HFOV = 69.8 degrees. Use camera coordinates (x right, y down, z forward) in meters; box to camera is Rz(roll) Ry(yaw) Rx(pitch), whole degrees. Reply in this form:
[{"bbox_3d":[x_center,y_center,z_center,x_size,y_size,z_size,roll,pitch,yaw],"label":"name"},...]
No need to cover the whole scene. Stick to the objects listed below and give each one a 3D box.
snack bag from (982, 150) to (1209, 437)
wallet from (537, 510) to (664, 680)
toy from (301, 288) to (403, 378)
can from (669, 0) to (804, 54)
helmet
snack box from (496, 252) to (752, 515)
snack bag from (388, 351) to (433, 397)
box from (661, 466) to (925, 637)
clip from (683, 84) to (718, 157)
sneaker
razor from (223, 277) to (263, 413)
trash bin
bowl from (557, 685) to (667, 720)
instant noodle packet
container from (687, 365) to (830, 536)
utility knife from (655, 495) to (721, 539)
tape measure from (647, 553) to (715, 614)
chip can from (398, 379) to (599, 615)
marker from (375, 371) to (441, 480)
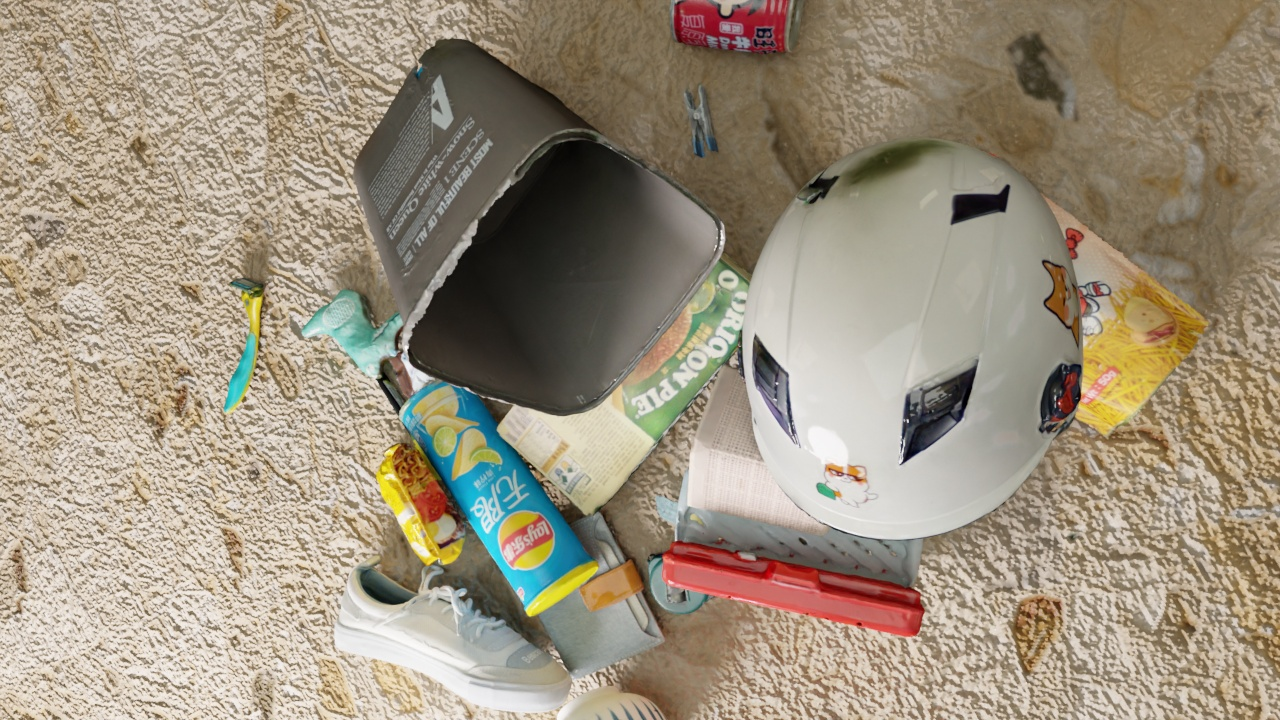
[{"bbox_3d":[0.296,-0.049,0.685,0.208,0.073,0.129,41,106,15],"label":"snack bag"},{"bbox_3d":[-0.047,0.210,0.818,0.107,0.037,0.129,-28,89,17],"label":"wallet"},{"bbox_3d":[-0.256,-0.028,0.851,0.096,0.030,0.092,-42,78,3],"label":"toy"},{"bbox_3d":[0.076,-0.275,0.712,0.094,0.066,0.066,12,99,14],"label":"can"},{"bbox_3d":[0.165,-0.038,0.598,0.230,0.157,0.273,9,62,33],"label":"helmet"},{"bbox_3d":[-0.005,0.004,0.768,0.114,0.063,0.240,40,105,8],"label":"snack box"},{"bbox_3d":[-0.182,-0.005,0.836,0.105,0.026,0.045,-26,85,20],"label":"snack bag"},{"bbox_3d":[0.123,0.143,0.725,0.201,0.094,0.100,9,87,10],"label":"box"},{"bbox_3d":[0.050,-0.196,0.751,0.037,0.026,0.058,-13,89,24],"label":"clip"},{"bbox_3d":[-0.168,0.241,0.834,0.242,0.089,0.091,12,95,20],"label":"sneaker"},{"bbox_3d":[-0.387,-0.013,0.891,0.043,0.028,0.132,16,98,37],"label":"razor"},{"bbox_3d":[-0.094,-0.110,0.684,0.199,0.198,0.219,-50,50,15],"label":"trash bin"},{"bbox_3d":[-0.033,0.327,0.796,0.117,0.116,0.066,-43,53,16],"label":"bowl"},{"bbox_3d":[-0.197,0.129,0.814,0.044,0.129,0.110,-26,87,-23],"label":"instant noodle packet"},{"bbox_3d":[0.102,0.073,0.708,0.111,0.089,0.090,15,139,13],"label":"container"},{"bbox_3d":[0.093,0.160,0.781,0.183,0.019,0.031,23,97,5],"label":"utility knife"},{"bbox_3d":[0.036,0.193,0.798,0.058,0.025,0.054,-6,93,17],"label":"tape measure"},{"bbox_3d":[-0.124,0.112,0.792,0.071,0.071,0.210,-42,74,16],"label":"chip can"},{"bbox_3d":[-0.217,0.058,0.857,0.015,0.018,0.124,-34,86,11],"label":"marker"}]
